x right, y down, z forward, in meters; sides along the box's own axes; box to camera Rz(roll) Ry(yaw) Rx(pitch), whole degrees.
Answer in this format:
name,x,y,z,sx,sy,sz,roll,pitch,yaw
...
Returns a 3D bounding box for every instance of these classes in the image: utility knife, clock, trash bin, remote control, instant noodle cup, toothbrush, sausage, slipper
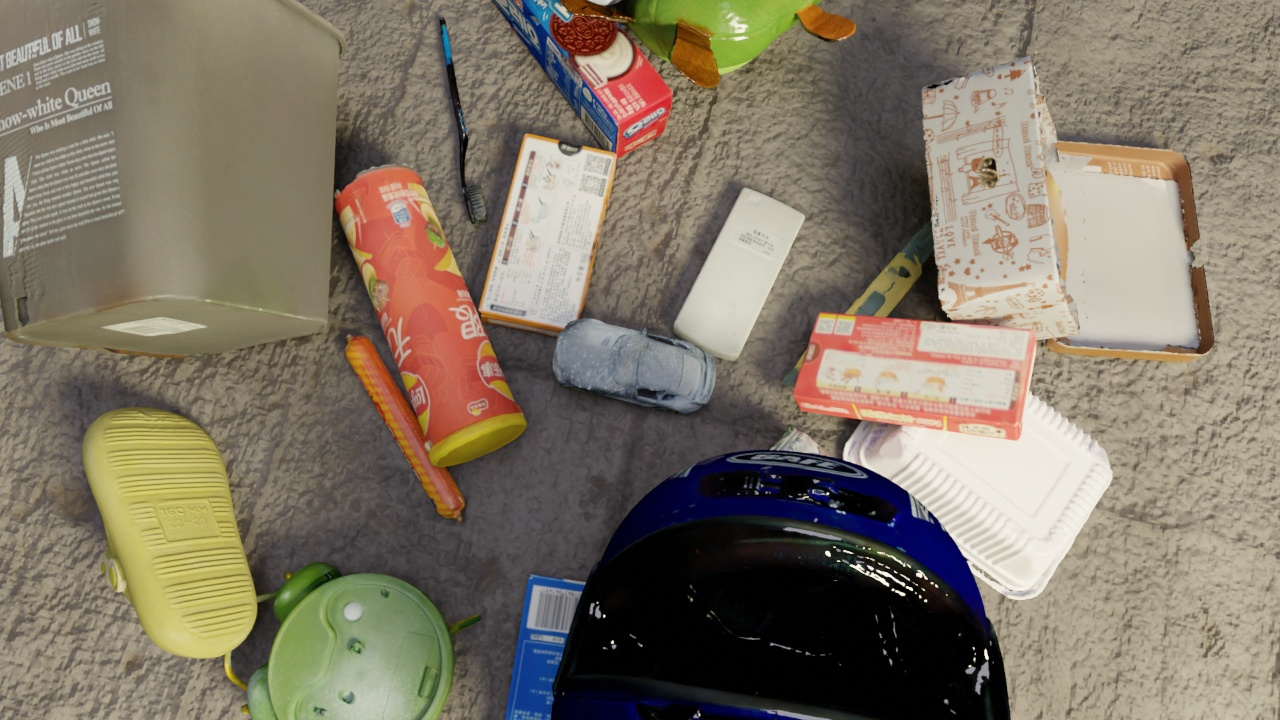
name,x,y,z,sx,sy,sz,roll,pitch,yaw
utility knife,0.181,-0.045,0.716,0.031,0.020,0.195,42,73,5
clock,-0.196,0.198,0.608,0.161,0.056,0.116,13,74,1
trash bin,-0.316,-0.124,0.611,0.199,0.198,0.219,-9,81,21
remote control,0.076,-0.067,0.711,0.056,0.019,0.135,25,75,4
instant noodle cup,0.251,0.072,0.662,0.173,0.060,0.137,37,76,9
toothbrush,-0.145,-0.196,0.740,0.016,0.014,0.189,-10,75,-6
sausage,-0.172,0.047,0.667,0.021,0.021,0.165,-31,78,-11
slipper,-0.321,0.119,0.605,0.082,0.091,0.190,-41,64,18

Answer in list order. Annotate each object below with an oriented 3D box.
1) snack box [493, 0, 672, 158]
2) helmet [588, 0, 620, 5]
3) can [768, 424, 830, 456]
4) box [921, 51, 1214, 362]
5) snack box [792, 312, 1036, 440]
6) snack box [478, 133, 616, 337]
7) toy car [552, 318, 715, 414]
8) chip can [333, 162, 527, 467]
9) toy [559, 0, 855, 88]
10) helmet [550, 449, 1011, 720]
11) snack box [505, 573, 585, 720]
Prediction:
name,x,y,z,sx,sy,sz,roll,pitch,yaw
snack box,-0.057,-0.263,0.740,0.058,0.057,0.207,-33,78,-14
helmet,0.008,-0.366,0.642,0.259,0.146,0.228,24,52,33
can,0.142,0.114,0.645,0.147,0.058,0.058,43,77,9
box,0.315,-0.098,0.695,0.272,0.131,0.179,11,71,-30
snack box,0.190,0.008,0.642,0.153,0.025,0.075,7,62,28
snack box,-0.070,-0.097,0.709,0.075,0.026,0.153,12,75,0
toy car,-0.004,0.004,0.671,0.120,0.037,0.054,13,75,-14
chip can,-0.154,-0.034,0.666,0.073,0.073,0.216,-22,76,-9
toy,0.067,-0.283,0.714,0.227,0.090,0.246,35,55,30
helmet,0.074,0.166,0.496,0.247,0.316,0.239,4,65,10
snack box,-0.046,0.230,0.621,0.084,0.026,0.157,8,75,0
